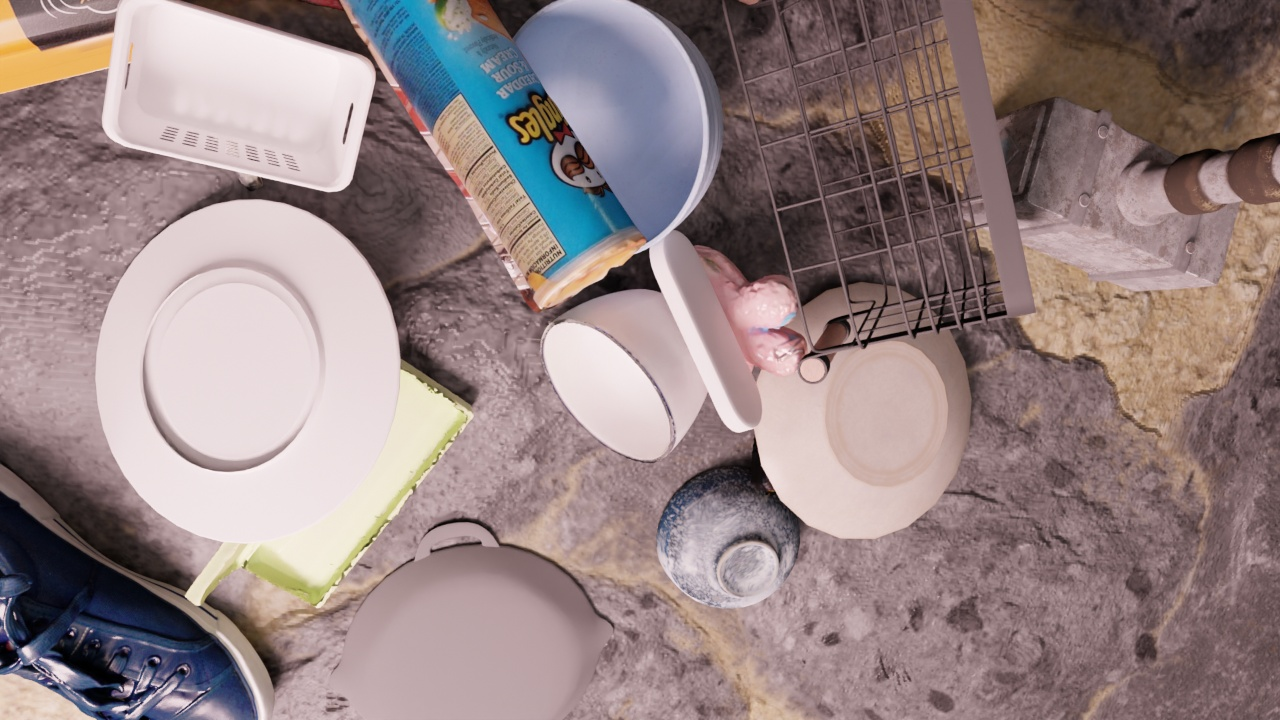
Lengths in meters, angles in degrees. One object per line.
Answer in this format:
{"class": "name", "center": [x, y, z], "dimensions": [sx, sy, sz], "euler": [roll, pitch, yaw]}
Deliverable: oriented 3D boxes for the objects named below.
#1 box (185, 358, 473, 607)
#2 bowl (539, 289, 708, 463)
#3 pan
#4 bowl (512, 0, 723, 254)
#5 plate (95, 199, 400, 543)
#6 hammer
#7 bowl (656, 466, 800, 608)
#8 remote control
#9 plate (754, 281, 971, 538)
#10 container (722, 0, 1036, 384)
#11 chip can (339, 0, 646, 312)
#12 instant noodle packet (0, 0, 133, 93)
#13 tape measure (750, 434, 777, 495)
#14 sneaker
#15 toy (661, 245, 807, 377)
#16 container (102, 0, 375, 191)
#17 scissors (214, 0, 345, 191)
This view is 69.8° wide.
{"class": "box", "center": [-0.210, 0.081, 0.617], "dimensions": [0.188, 0.064, 0.130], "euler": [-52, 152, 9]}
{"class": "bowl", "center": [-0.004, 0.004, 0.610], "dimensions": [0.065, 0.117, 0.116], "euler": [-42, 115, -32]}
{"class": "pan", "center": [-0.122, 0.291, 0.722], "dimensions": [0.216, 0.024, 0.355], "euler": [-8, 110, -9]}
{"class": "bowl", "center": [-0.010, -0.143, 0.559], "dimensions": [0.151, 0.074, 0.151], "euler": [11, 113, 28]}
{"class": "plate", "center": [-0.244, 0.006, 0.551], "dimensions": [0.209, 0.015, 0.208], "euler": [0, 88, 13]}
{"class": "hammer", "center": [0.354, -0.109, 0.530], "dimensions": [0.177, 0.327, 0.079], "euler": [18, 86, -17]}
{"class": "bowl", "center": [0.073, 0.145, 0.695], "dimensions": [0.114, 0.060, 0.114], "euler": [-4, 110, -10]}
{"class": "remote control", "center": [0.042, -0.018, 0.579], "dimensions": [0.013, 0.043, 0.136], "euler": [-20, 99, 34]}
{"class": "plate", "center": [0.171, 0.038, 0.666], "dimensions": [0.188, 0.027, 0.188], "euler": [-1, 92, -21]}
{"class": "container", "center": [0.137, -0.125, 0.535], "dimensions": [0.130, 0.162, 0.241], "euler": [-12, 100, 23]}
{"class": "chip can", "center": [-0.089, -0.140, 0.518], "dimensions": [0.080, 0.080, 0.229], "euler": [-33, 88, 0]}
{"class": "instant noodle packet", "center": [-0.360, -0.260, 0.486], "dimensions": [0.159, 0.032, 0.221], "euler": [-17, 111, -8]}
{"class": "tape measure", "center": [0.116, 0.071, 0.681], "dimensions": [0.062, 0.038, 0.067], "euler": [16, 76, -27]}
{"class": "sneaker", "center": [-0.361, 0.182, 0.585], "dimensions": [0.121, 0.127, 0.294], "euler": [-40, 113, 4]}
{"class": "toy", "center": [0.063, -0.026, 0.621], "dimensions": [0.053, 0.105, 0.108], "euler": [-33, 121, -41]}
{"class": "container", "center": [-0.224, -0.151, 0.516], "dimensions": [0.129, 0.049, 0.081], "euler": [9, 112, -29]}
{"class": "scissors", "center": [-0.248, -0.187, 0.528], "dimensions": [0.198, 0.015, 0.180], "euler": [0, 116, -25]}
